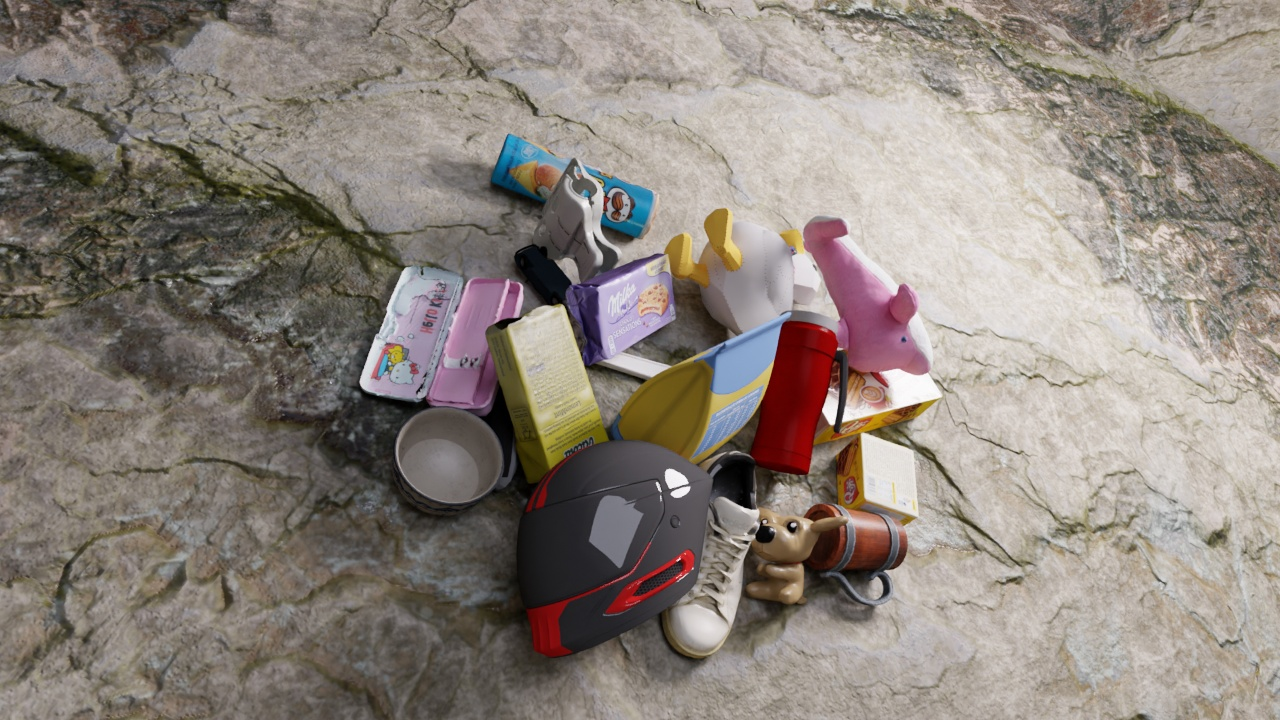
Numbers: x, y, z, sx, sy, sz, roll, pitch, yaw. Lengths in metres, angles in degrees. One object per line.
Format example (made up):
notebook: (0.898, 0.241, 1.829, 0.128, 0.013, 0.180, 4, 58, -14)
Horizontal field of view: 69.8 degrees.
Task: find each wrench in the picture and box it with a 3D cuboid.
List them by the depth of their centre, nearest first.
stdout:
wrench: (-0.007, 0.007, 1.182, 0.273, 0.018, 0.066, 17, 50, -18)

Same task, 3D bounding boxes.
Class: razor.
razor: (-0.146, 0.075, 1.035, 0.060, 0.057, 0.155, 35, 48, -21)

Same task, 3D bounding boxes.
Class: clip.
clip: (-0.091, -0.169, 1.194, 0.091, 0.126, 0.151, -10, 67, -32)

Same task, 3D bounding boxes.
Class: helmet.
helmet: (-0.029, 0.170, 0.939, 0.263, 0.165, 0.170, -20, 86, -43)

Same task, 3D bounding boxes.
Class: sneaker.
sneaker: (0.092, 0.207, 1.022, 0.089, 0.103, 0.240, 21, 58, -14)

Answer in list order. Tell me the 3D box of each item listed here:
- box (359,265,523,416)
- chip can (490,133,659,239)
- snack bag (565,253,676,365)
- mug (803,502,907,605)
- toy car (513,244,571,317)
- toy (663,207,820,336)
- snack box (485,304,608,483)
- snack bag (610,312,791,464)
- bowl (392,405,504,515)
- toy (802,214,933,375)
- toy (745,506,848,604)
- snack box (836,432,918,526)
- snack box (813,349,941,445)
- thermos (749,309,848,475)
box: (-0.225, -0.025, 1.070, 0.154, 0.045, 0.200, 6, 50, 4)
chip can: (-0.090, -0.242, 1.281, 0.229, 0.080, 0.079, 20, 50, -15)
snack bag: (-0.026, -0.070, 1.158, 0.058, 0.096, 0.204, 5, 21, 32)
mug: (0.263, 0.238, 1.123, 0.111, 0.082, 0.117, 10, 70, -26)
toy car: (-0.119, -0.102, 1.189, 0.046, 0.034, 0.112, -31, 76, -39)
toy: (0.165, -0.113, 1.288, 0.267, 0.141, 0.246, 22, 52, -39)
snack box: (-0.105, 0.033, 1.023, 0.121, 0.045, 0.181, -28, 103, -56)
snack bag: (0.081, 0.030, 1.065, 0.102, 0.206, 0.158, 47, 37, 15)
bowl: (-0.208, 0.112, 0.968, 0.115, 0.059, 0.115, 14, 52, -19)
toy: (0.293, -0.073, 1.250, 0.127, 0.187, 0.265, -36, 93, -8)
toy: (0.169, 0.227, 1.070, 0.105, 0.134, 0.108, 20, 74, -43)
snack box: (0.310, 0.162, 1.206, 0.083, 0.061, 0.105, 20, 50, -14)
snack box: (0.305, 0.040, 1.293, 0.229, 0.062, 0.110, -10, 61, -33)
thermos: (0.207, 0.042, 1.167, 0.108, 0.084, 0.198, 10, 77, 18)
